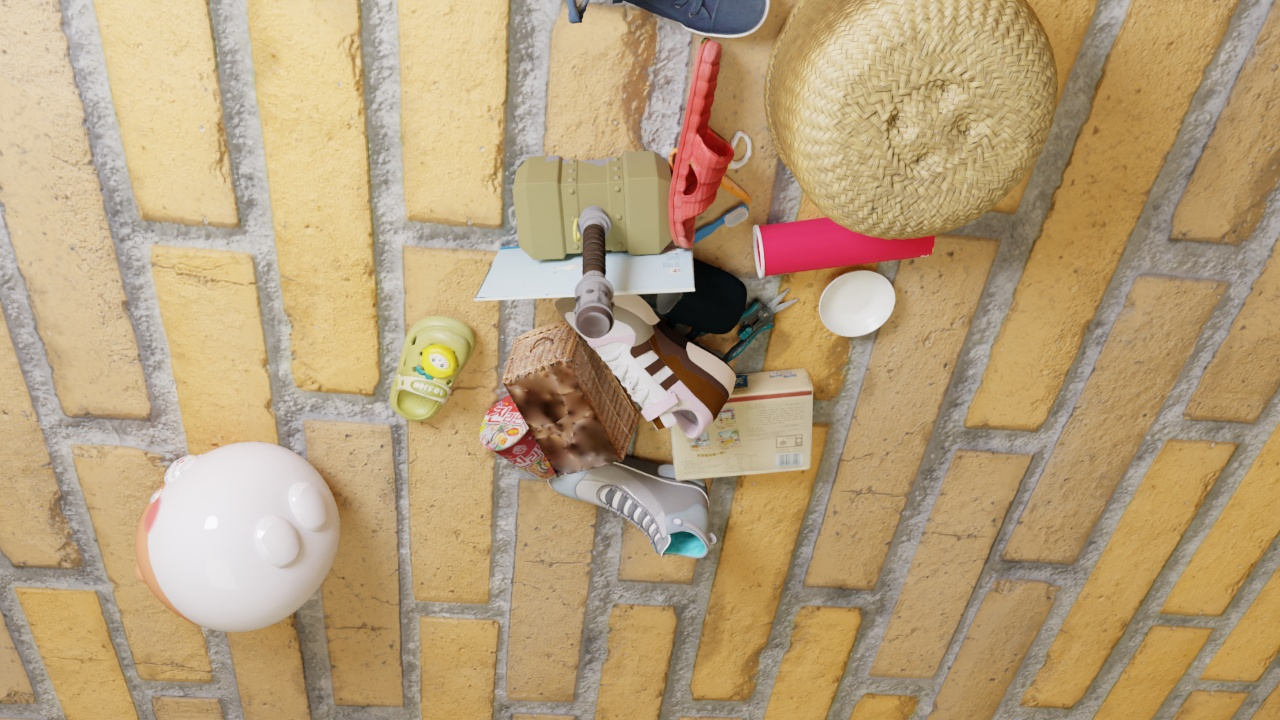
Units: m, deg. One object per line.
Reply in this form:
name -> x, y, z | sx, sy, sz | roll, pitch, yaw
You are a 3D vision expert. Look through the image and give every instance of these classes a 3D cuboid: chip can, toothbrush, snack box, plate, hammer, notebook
chip can -> 0.260, -0.154, 1.183 | 0.220, 0.069, 0.069 | -7, 124, 2
toothbrush -> 0.068, -0.156, 1.201 | 0.167, 0.014, 0.016 | -29, 134, 19
snack box -> 0.146, 0.096, 1.356 | 0.207, 0.055, 0.153 | -5, 124, 1
plate -> 0.294, -0.083, 1.259 | 0.104, 0.026, 0.104 | -2, 124, -2
hammer -> -0.051, -0.125, 1.033 | 0.190, 0.324, 0.101 | -3, 124, -1
notebook -> -0.061, -0.114, 1.120 | 0.253, 0.180, 0.009 | -2, 116, 4

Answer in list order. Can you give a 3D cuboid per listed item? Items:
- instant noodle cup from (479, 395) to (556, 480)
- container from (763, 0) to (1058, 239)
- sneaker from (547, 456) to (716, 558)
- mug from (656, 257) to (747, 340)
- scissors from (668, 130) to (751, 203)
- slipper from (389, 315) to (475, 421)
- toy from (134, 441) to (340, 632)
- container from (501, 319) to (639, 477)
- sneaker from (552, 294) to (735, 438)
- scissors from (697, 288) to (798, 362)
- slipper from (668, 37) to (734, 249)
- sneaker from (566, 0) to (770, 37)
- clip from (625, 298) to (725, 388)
instant noodle cup -> -0.161, 0.119, 1.339 | 0.100, 0.100, 0.112 | -28, 128, 15
container -> 0.294, -0.285, 1.022 | 0.307, 0.196, 0.308 | 0, 124, 0
sneaker -> -0.015, 0.223, 1.374 | 0.256, 0.160, 0.093 | 11, 123, -12
mug -> 0.074, -0.070, 1.219 | 0.094, 0.085, 0.122 | 20, 120, -21
scissors -> 0.095, -0.237, 1.153 | 0.125, 0.011, 0.131 | 32, 118, -21
slipper -> -0.298, 0.023, 1.273 | 0.091, 0.081, 0.191 | 23, 123, -15
toy -> -0.581, 0.247, 1.309 | 0.281, 0.262, 0.266 | -11, 118, 27
container -> -0.096, 0.052, 1.264 | 0.114, 0.112, 0.198 | -17, 118, 20
sneaker -> -0.007, 0.007, 1.200 | 0.293, 0.116, 0.112 | 35, 150, -29
scissors -> 0.143, -0.048, 1.270 | 0.119, 0.019, 0.151 | 17, 110, -18
slipper -> 0.079, -0.246, 1.081 | 0.059, 0.103, 0.249 | 12, 116, 10
sneaker -> 0.006, -0.406, 0.968 | 0.294, 0.127, 0.121 | 15, 121, -15
clip -> 0.023, 0.001, 1.304 | 0.168, 0.031, 0.165 | 36, 118, -22
